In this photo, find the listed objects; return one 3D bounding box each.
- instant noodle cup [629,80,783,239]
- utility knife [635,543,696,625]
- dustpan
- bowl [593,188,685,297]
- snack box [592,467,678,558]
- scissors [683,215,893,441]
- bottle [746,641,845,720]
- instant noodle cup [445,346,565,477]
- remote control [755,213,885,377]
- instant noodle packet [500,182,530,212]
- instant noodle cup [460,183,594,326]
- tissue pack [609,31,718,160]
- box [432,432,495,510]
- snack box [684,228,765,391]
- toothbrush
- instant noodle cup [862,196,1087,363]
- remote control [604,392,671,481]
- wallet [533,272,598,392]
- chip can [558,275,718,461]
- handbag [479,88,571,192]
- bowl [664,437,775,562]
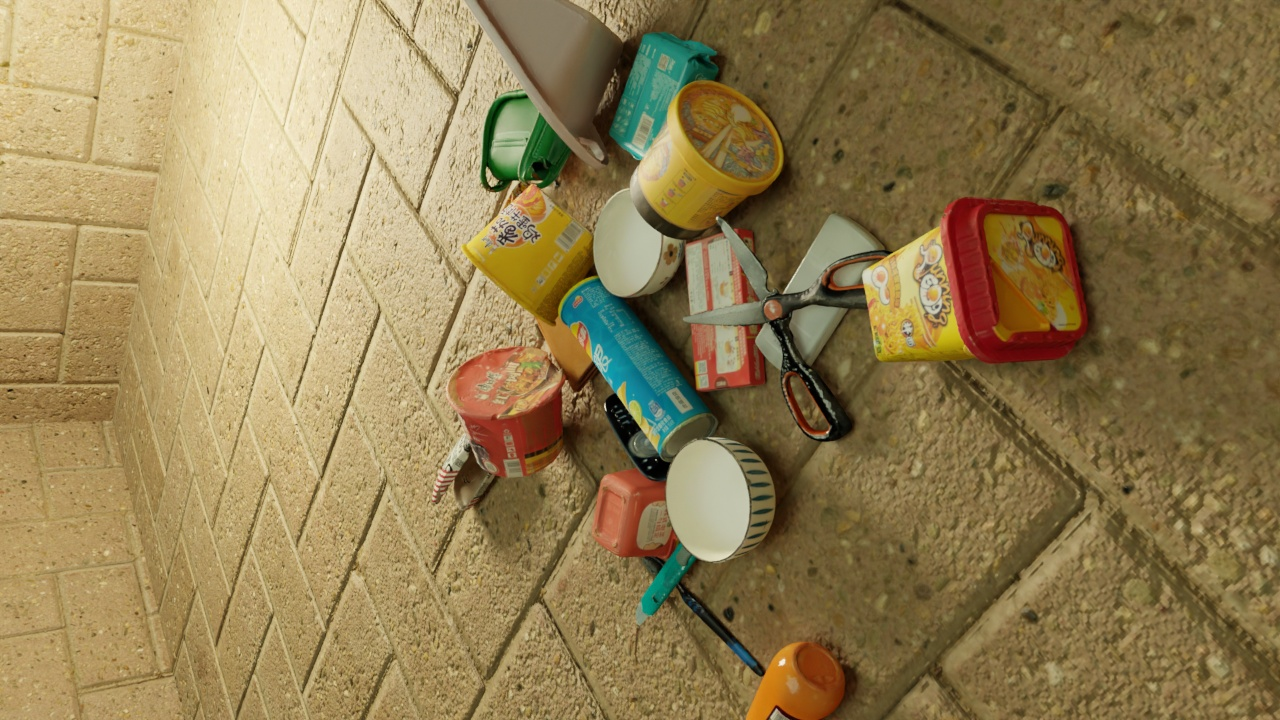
[{"bbox_3d":[0.056,-0.184,0.876,0.115,0.118,0.118,-43,58,50],"label":"instant noodle cup"},{"bbox_3d":[0.038,0.214,0.951,0.166,0.013,0.029,-57,48,20],"label":"utility knife"},{"bbox_3d":[-0.129,-0.331,0.988,0.273,0.222,0.139,30,104,6],"label":"dustpan"},{"bbox_3d":[0.008,-0.121,0.967,0.114,0.062,0.113,-2,87,50],"label":"bowl"},{"bbox_3d":[-0.001,0.160,0.964,0.082,0.080,0.091,22,106,46],"label":"snack box"},{"bbox_3d":[0.136,-0.037,0.808,0.222,0.021,0.233,-27,85,37],"label":"scissors"},{"bbox_3d":[0.129,0.319,0.832,0.066,0.066,0.150,52,134,35],"label":"bottle"},{"bbox_3d":[-0.154,0.065,1.092,0.138,0.137,0.109,38,144,43],"label":"instant noodle cup"},{"bbox_3d":[0.158,-0.056,0.820,0.058,0.021,0.150,46,125,29],"label":"remote control"},{"bbox_3d":[-0.143,-0.146,1.158,0.128,0.044,0.111,57,132,33],"label":"instant noodle packet"},{"bbox_3d":[-0.115,-0.123,1.032,0.110,0.138,0.138,-49,50,4],"label":"instant noodle cup"},{"bbox_3d":[0.024,-0.272,0.956,0.093,0.050,0.134,44,122,42],"label":"tissue pack"},{"bbox_3d":[-0.225,0.144,1.259,0.164,0.082,0.075,-56,17,34],"label":"box"},{"bbox_3d":[0.083,-0.048,0.907,0.075,0.025,0.153,-11,82,49],"label":"snack box"},{"bbox_3d":[0.060,0.258,0.942,0.189,0.016,0.014,39,119,41],"label":"toothbrush"},{"bbox_3d":[0.237,-0.048,0.672,0.124,0.115,0.116,-22,74,60],"label":"instant noodle cup"},{"bbox_3d":[0.003,0.083,0.981,0.024,0.053,0.136,87,158,-44],"label":"remote control"},{"bbox_3d":[-0.079,-0.043,1.092,0.108,0.031,0.131,-50,54,33],"label":"wallet"},{"bbox_3d":[-0.006,0.006,0.964,0.210,0.071,0.071,53,128,28],"label":"chip can"},{"bbox_3d":[-0.142,-0.263,1.116,0.131,0.068,0.120,10,79,47],"label":"handbag"},{"bbox_3d":[0.085,0.130,0.874,0.117,0.066,0.116,1,91,50],"label":"bowl"}]
